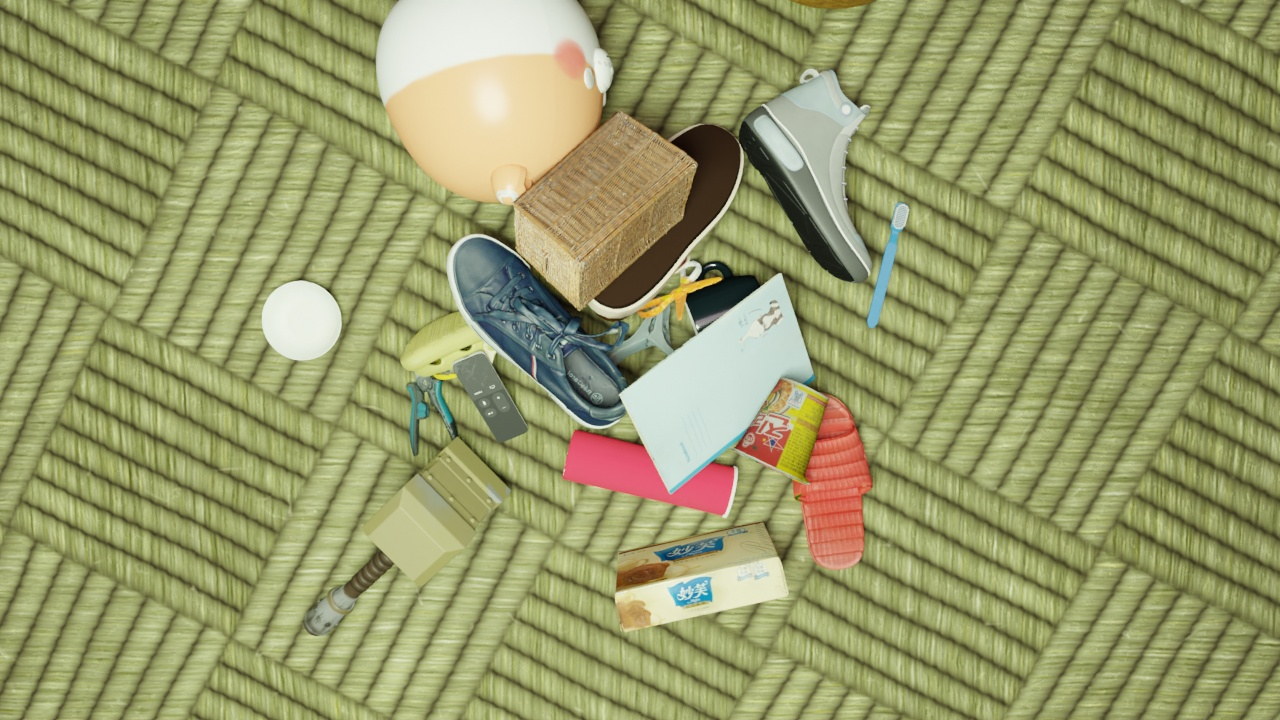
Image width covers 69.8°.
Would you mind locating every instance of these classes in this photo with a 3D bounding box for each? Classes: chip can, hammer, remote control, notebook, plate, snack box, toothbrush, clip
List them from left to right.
[{"bbox_3d":[-0.443,-0.053,1.210,0.104,0.026,0.104,0,95,1],"label":"plate"},{"bbox_3d":[-0.332,0.259,1.188,0.100,0.189,0.326,46,111,-4],"label":"hammer"},{"bbox_3d":[-0.193,0.049,1.189,0.045,0.008,0.147,-22,128,2],"label":"remote control"},{"bbox_3d":[-0.013,0.009,1.192,0.165,0.031,0.168,-21,59,20],"label":"clip"},{"bbox_3d":[0.012,0.148,1.205,0.220,0.069,0.069,13,95,-1],"label":"chip can"},{"bbox_3d":[0.072,0.272,1.174,0.207,0.153,0.055,-13,97,2],"label":"snack box"},{"bbox_3d":[0.104,0.031,1.138,0.253,0.009,0.181,-37,128,-15],"label":"notebook"},{"bbox_3d":[0.324,-0.124,1.203,0.016,0.014,0.166,13,96,-1],"label":"toothbrush"}]

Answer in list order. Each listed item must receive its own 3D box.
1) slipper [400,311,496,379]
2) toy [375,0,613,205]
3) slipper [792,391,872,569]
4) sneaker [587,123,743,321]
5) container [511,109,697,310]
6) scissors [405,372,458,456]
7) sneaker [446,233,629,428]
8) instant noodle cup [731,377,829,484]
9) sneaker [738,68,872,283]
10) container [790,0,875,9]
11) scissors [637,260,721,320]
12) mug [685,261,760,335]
[{"bbox_3d":[-0.214,-0.024,1.191,0.190,0.091,0.082,-23,119,1],"label":"slipper"},{"bbox_3d":[-0.161,-0.309,1.061,0.266,0.262,0.280,-13,90,9],"label":"toy"},{"bbox_3d":[0.252,0.163,1.210,0.103,0.059,0.249,-11,97,2],"label":"slipper"},{"bbox_3d":[0.031,-0.165,1.171,0.112,0.116,0.293,31,76,4],"label":"sneaker"},{"bbox_3d":[-0.044,-0.171,1.040,0.113,0.114,0.198,41,70,12],"label":"container"},{"bbox_3d":[-0.281,0.063,1.224,0.119,0.019,0.151,26,93,-1],"label":"scissors"},{"bbox_3d":[-0.112,-0.042,1.091,0.120,0.127,0.294,-44,94,-14],"label":"sneaker"},{"bbox_3d":[0.182,0.084,1.158,0.100,0.100,0.112,24,88,-2],"label":"instant noodle cup"},{"bbox_3d":[0.251,-0.236,1.163,0.160,0.093,0.256,-37,95,-5],"label":"sneaker"},{"bbox_3d":[0.241,-0.568,1.071,0.307,0.196,0.307,0,94,-1],"label":"container"},{"bbox_3d":[0.050,-0.089,1.166,0.126,0.130,0.011,-16,127,32],"label":"scissors"},{"bbox_3d":[0.108,-0.075,1.183,0.094,0.085,0.121,-20,66,2],"label":"mug"}]
